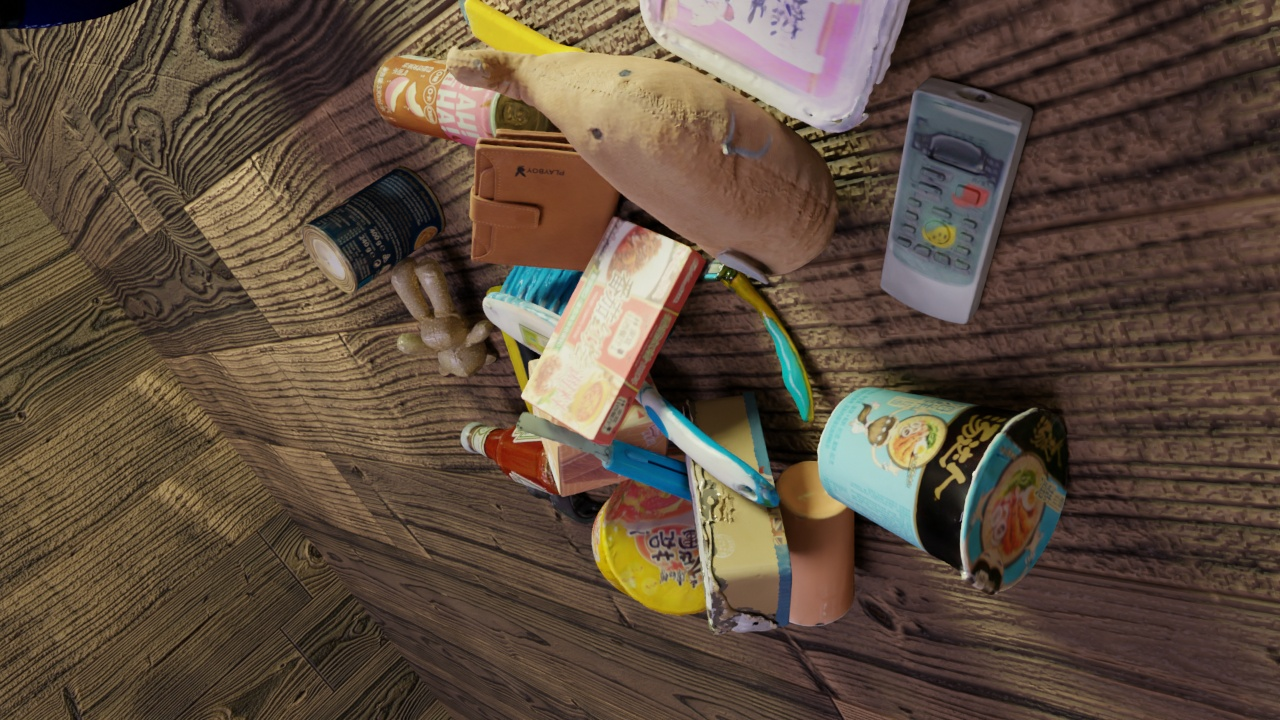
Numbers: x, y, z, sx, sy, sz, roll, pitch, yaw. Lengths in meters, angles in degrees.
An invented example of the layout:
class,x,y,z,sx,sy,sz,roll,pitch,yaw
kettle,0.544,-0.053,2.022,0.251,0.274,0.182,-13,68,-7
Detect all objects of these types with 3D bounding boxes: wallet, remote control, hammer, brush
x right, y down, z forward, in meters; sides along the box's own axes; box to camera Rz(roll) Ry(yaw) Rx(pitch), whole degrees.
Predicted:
class,x,y,z,sx,sy,sz,roll,pitch,yaw
wallet,-0.070,-0.114,0.671,0.107,0.031,0.132,3,148,-11
remote control,0.161,-0.079,0.483,0.056,0.019,0.135,29,145,27
hammer,-0.100,0.059,0.961,0.126,0.031,0.324,25,142,33
brush,-0.004,0.004,0.704,0.315,0.109,0.061,26,143,28

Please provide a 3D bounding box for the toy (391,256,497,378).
class,x,y,z,sx,sy,sz,roll,pitch,yaw
toy,-0.201,-0.042,0.934,0.157,0.105,0.066,70,-171,-47

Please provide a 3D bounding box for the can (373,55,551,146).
class,x,y,z,sx,sy,sz,roll,pitch,yaw
can,-0.136,-0.193,0.687,0.147,0.057,0.058,22,141,37

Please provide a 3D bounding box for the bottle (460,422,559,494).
class,x,y,z,sx,sy,sz,roll,pitch,yaw
bottle,-0.126,0.092,0.946,0.206,0.059,0.060,7,132,53

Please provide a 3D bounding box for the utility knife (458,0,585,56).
class,x,y,z,sx,sy,sz,roll,pitch,yaw
utility knife,-0.067,-0.210,0.623,0.164,0.015,0.033,35,142,21

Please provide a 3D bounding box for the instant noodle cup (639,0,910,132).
class,x,y,z,sx,sy,sz,roll,pitch,yaw
instant noodle cup,0.073,-0.205,0.408,0.138,0.060,0.174,35,149,20

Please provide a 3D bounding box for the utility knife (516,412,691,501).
class,x,y,z,sx,sy,sz,roll,pitch,yaw
utility knife,-0.009,0.079,0.720,0.018,0.034,0.236,-30,143,32

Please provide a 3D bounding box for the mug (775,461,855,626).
class,x,y,z,sx,sy,sz,roll,pitch,yaw
mug,0.134,0.141,0.725,0.078,0.078,0.123,26,138,32

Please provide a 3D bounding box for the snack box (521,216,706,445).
class,x,y,z,sx,sy,sz,roll,pitch,yaw
snack box,-0.021,-0.022,0.664,0.075,0.153,0.025,29,-178,31

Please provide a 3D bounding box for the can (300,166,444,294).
class,x,y,z,sx,sy,sz,roll,pitch,yaw
can,-0.251,-0.122,0.860,0.075,0.110,0.075,32,147,24

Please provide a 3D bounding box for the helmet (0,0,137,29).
class,x,y,z,sx,sy,sz,roll,pitch,yaw
helmet,-0.495,-0.409,0.698,0.315,0.239,0.248,32,149,4

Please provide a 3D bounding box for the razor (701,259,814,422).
class,x,y,z,sx,sy,sz,roll,pitch,yaw
razor,0.089,-0.014,0.640,0.132,0.028,0.043,57,172,-10

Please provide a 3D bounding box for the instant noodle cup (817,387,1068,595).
class,x,y,z,sx,sy,sz,roll,pitch,yaw
instant noodle cup,0.176,0.068,0.561,0.121,0.111,0.111,19,140,48

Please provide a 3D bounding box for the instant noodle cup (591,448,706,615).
class,x,y,z,sx,sy,sz,roll,pitch,yaw
instant noodle cup,0.020,0.161,0.839,0.138,0.137,0.110,48,159,0

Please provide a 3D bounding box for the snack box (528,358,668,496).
class,x,y,z,sx,sy,sz,roll,pitch,yaw
snack box,-0.036,0.046,0.770,0.077,0.094,0.092,92,160,-50

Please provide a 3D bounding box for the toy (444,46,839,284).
class,x,y,z,sx,sy,sz,roll,pitch,yaw
toy,0.011,-0.116,0.489,0.225,0.082,0.143,27,173,-34

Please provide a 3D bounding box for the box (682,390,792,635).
class,x,y,z,sx,sy,sz,roll,pitch,yaw
box,0.068,0.105,0.685,0.061,0.184,0.090,-4,138,1
